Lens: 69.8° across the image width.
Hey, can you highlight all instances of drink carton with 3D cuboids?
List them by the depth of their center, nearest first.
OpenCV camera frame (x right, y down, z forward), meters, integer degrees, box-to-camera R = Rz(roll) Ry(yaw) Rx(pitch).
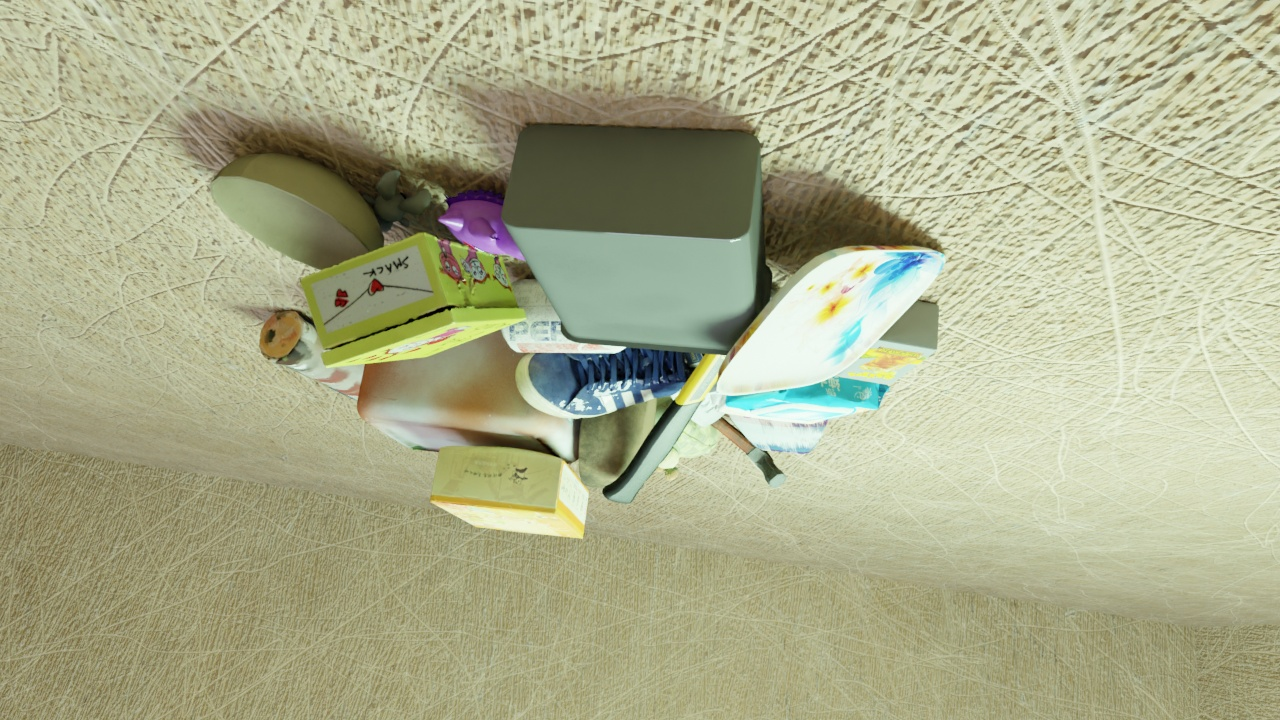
[{"bbox_3d":[0.251,-0.018,0.939,0.076,0.048,0.125,10,162,-3],"label":"drink carton"}]

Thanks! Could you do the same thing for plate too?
[{"bbox_3d":[0.161,-0.036,0.797,0.186,0.016,0.187,-6,145,-38],"label":"plate"}]

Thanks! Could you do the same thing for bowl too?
[{"bbox_3d":[-0.293,-0.135,0.810,0.152,0.050,0.152,18,159,7],"label":"bowl"},{"bbox_3d":[-0.024,0.079,1.128,0.070,0.162,0.162,7,162,8],"label":"bowl"}]

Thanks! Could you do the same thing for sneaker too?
[{"bbox_3d":[-0.005,0.006,1.001,0.232,0.091,0.119,-3,170,-35],"label":"sneaker"}]

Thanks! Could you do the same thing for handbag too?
[{"bbox_3d":[0.168,0.058,1.202,0.145,0.068,0.170,4,155,30],"label":"handbag"},{"bbox_3d":[0.038,0.113,1.327,0.113,0.116,0.186,-3,157,32],"label":"handbag"}]

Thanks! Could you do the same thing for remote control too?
[{"bbox_3d":[0.069,0.038,1.160,0.060,0.028,0.114,-39,128,7],"label":"remote control"}]

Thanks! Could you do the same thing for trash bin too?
[{"bbox_3d":[0.008,-0.091,0.758,0.192,0.097,0.220,5,160,11],"label":"trash bin"},{"bbox_3d":[-0.194,0.028,1.115,0.260,0.157,0.181,5,162,13],"label":"trash bin"}]

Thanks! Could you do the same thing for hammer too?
[{"bbox_3d":[0.049,0.045,0.981,0.127,0.029,0.325,14,126,-26],"label":"hammer"},{"bbox_3d":[0.097,0.077,1.261,0.028,0.111,0.300,-42,133,9],"label":"hammer"}]

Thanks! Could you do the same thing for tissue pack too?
[{"bbox_3d":[0.187,0.033,1.069,0.209,0.066,0.117,9,162,-38],"label":"tissue pack"}]

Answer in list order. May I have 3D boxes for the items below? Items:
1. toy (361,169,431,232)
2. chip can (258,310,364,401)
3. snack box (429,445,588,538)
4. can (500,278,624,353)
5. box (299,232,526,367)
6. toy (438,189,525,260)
[{"bbox_3d":[-0.225,-0.139,0.825,0.049,0.030,0.112,32,159,-23],"label":"toy"},{"bbox_3d":[-0.424,0.006,1.287,0.080,0.079,0.229,0,161,24],"label":"chip can"},{"bbox_3d":[-0.148,0.153,1.091,0.145,0.080,0.195,5,162,7],"label":"snack box"},{"bbox_3d":[-0.072,-0.047,0.955,0.136,0.078,0.078,1,160,23],"label":"can"},{"bbox_3d":[-0.195,-0.051,0.834,0.124,0.082,0.221,-19,178,7],"label":"box"},{"bbox_3d":[-0.128,-0.121,0.793,0.088,0.056,0.106,8,-163,-2],"label":"toy"}]
